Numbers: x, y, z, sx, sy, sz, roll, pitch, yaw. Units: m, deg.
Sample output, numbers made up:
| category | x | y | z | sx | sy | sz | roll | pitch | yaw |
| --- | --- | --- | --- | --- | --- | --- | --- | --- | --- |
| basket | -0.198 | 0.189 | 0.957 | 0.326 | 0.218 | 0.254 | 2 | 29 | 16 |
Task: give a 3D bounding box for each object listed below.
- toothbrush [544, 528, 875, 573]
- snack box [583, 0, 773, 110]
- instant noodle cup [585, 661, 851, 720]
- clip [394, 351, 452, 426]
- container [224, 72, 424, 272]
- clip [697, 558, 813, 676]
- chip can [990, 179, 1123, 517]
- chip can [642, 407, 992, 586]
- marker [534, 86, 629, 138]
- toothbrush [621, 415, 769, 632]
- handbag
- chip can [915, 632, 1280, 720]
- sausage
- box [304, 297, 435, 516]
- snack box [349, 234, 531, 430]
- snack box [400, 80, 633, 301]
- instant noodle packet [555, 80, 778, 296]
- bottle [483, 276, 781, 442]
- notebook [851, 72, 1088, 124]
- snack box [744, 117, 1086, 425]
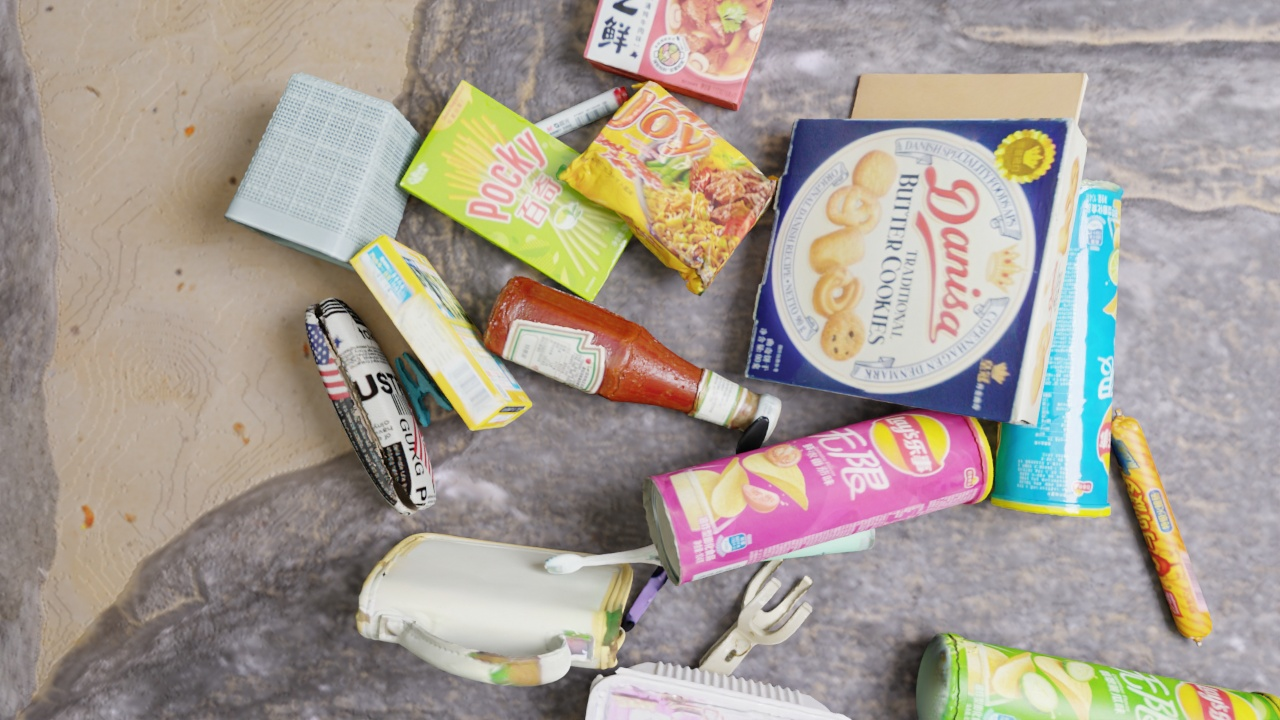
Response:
| category | x | y | z | sx | sy | sz | roll | pitch | yaw |
| --- | --- | --- | --- | --- | --- | --- | --- | --- | --- |
| toothbrush | 0.048 | 0.125 | 0.611 | 0.224 | 0.027 | 0.026 | -5 | 86 | -9 |
| snack box | 0.033 | -0.252 | 0.633 | 0.113 | 0.044 | 0.127 | 18 | 99 | 6 |
| instant noodle cup | 0.048 | 0.265 | 0.604 | 0.173 | 0.060 | 0.138 | 10 | 105 | 7 |
| clip | -0.160 | 0.019 | 0.664 | 0.049 | 0.015 | 0.057 | -31 | 85 | 5 |
| container | -0.212 | -0.127 | 0.637 | 0.090 | 0.090 | 0.111 | 20 | 87 | 5 |
| clip | 0.082 | 0.175 | 0.634 | 0.035 | 0.094 | 0.103 | 37 | 129 | 4 |
| chip can | 0.272 | -0.007 | 0.600 | 0.071 | 0.071 | 0.210 | 4 | 87 | 5 |
| chip can | 0.111 | 0.081 | 0.582 | 0.210 | 0.071 | 0.071 | -13 | 87 | -12 |
| marker | -0.076 | -0.162 | 0.662 | 0.145 | 0.017 | 0.017 | -23 | 86 | 4 |
| toothbrush | 0.035 | 0.114 | 0.627 | 0.014 | 0.016 | 0.189 | 30 | 106 | -5 |
| handbag | -0.092 | 0.165 | 0.572 | 0.163 | 0.178 | 0.063 | 6 | 93 | 3 |
| chip can | 0.292 | 0.229 | 0.589 | 0.221 | 0.072 | 0.072 | 9 | 89 | 5 |
| sausage | 0.347 | 0.111 | 0.613 | 0.021 | 0.021 | 0.165 | -18 | 86 | 4 |
| box | -0.183 | 0.030 | 0.642 | 0.059 | 0.072 | 0.164 | -26 | 89 | -22 |
| snack box | -0.133 | -0.016 | 0.626 | 0.034 | 0.087 | 0.140 | -35 | 86 | 2 |
| snack box | -0.079 | -0.116 | 0.643 | 0.156 | 0.026 | 0.086 | 32 | 91 | -5 |
| instant noodle packet | 0.022 | -0.122 | 0.620 | 0.128 | 0.044 | 0.110 | 39 | 66 | -2 |
| bottle | -0.004 | 0.004 | 0.630 | 0.206 | 0.060 | 0.060 | 22 | 90 | -1 |
| notebook | 0.193 | -0.086 | 0.607 | 0.150 | 0.012 | 0.211 | 13 | 89 | 34 |
| snack box | 0.169 | -0.062 | 0.584 | 0.183 | 0.045 | 0.178 | 10 | 88 | 35 |
